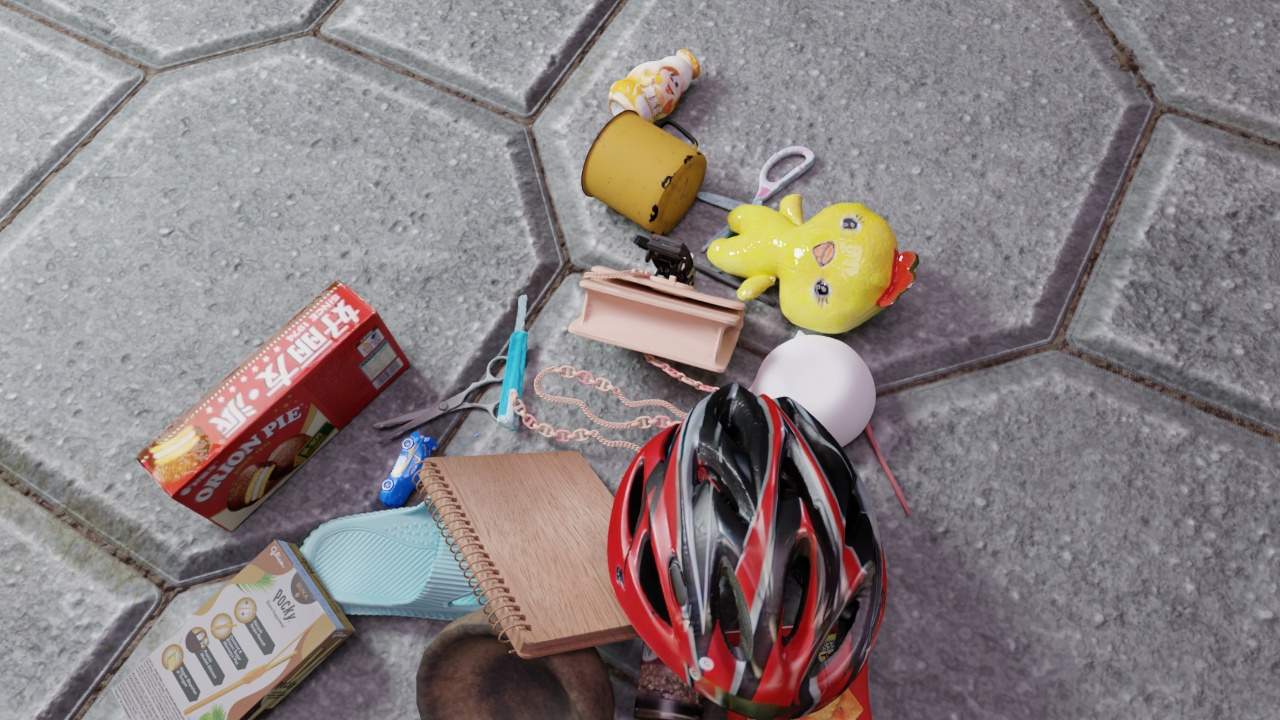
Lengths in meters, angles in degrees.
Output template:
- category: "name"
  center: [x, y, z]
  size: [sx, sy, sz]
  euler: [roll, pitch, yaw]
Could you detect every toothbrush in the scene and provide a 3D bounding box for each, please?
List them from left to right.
- category: "toothbrush"
  center: [0.066, -0.094, 0.948]
  size: [0.167, 0.013, 0.013]
  euler: [27, 77, 17]
- category: "toothbrush"
  center: [0.210, 0.061, 0.859]
  size: [0.015, 0.015, 0.184]
  euler: [-19, 65, -1]

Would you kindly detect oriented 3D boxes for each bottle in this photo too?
- category: "bottle"
  center: [0.017, -0.305, 1.028]
  size: [0.108, 0.063, 0.063]
  euler: [-40, 67, -15]
- category: "bottle"
  center: [0.029, 0.245, 0.762]
  size: [0.056, 0.056, 0.105]
  euler: [6, 65, 7]

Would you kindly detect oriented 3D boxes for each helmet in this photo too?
- category: "helmet"
  center: [0.088, 0.140, 0.713]
  size: [0.217, 0.167, 0.271]
  euler: [13, 37, -14]

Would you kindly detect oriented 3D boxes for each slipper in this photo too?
- category: "slipper"
  center: [-0.179, 0.172, 0.811]
  size: [0.276, 0.069, 0.115]
  euler: [-3, 67, 4]

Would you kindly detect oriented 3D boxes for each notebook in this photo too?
- category: "notebook"
  center: [-0.076, 0.147, 0.747]
  size: [0.168, 0.022, 0.210]
  euler: [2, 31, -38]

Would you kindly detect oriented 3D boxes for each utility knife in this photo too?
- category: "utility knife"
  center: [-0.121, -0.001, 0.908]
  size: [0.022, 0.015, 0.148]
  euler: [17, 61, -22]

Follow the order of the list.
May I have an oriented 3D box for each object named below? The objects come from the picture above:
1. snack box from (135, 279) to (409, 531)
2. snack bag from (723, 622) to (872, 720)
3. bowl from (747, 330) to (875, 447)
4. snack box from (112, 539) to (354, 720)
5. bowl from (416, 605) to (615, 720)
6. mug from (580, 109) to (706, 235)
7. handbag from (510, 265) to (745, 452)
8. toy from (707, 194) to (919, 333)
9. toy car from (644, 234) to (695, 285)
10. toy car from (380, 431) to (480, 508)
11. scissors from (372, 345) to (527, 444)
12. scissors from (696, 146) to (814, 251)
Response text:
- category: "snack box"
  center: [-0.334, 0.044, 0.859]
  size: [0.060, 0.113, 0.236]
  euler: [38, 73, 19]
- category: "snack bag"
  center: [0.129, 0.287, 0.741]
  size: [0.131, 0.039, 0.144]
  euler: [-5, 73, 1]
- category: "bowl"
  center: [0.159, 0.025, 0.850]
  size: [0.115, 0.050, 0.114]
  euler: [-5, 69, 13]
- category: "snack box"
  center: [-0.347, 0.256, 0.783]
  size: [0.186, 0.031, 0.101]
  euler: [-43, 68, -3]
- category: "bowl"
  center: [-0.091, 0.264, 0.722]
  size: [0.162, 0.070, 0.162]
  euler: [6, 105, 24]
- category: "mug"
  center: [0.013, -0.201, 0.956]
  size: [0.094, 0.101, 0.123]
  euler: [34, 69, 17]
- category: "handbag"
  center: [-0.005, 0.006, 0.892]
  size: [0.199, 0.116, 0.187]
  euler: [15, 103, 7]
- category: "toy"
  center: [0.166, -0.097, 0.897]
  size: [0.208, 0.092, 0.133]
  euler: [24, 80, 20]
- category: "toy car"
  center: [0.032, -0.101, 0.908]
  size: [0.040, 0.092, 0.037]
  euler: [20, 81, 14]
- category: "toy car"
  center: [-0.196, 0.101, 0.862]
  size: [0.062, 0.033, 0.091]
  euler: [13, 66, 18]
- category: "scissors"
  center: [-0.184, 0.033, 0.907]
  size: [0.160, 0.014, 0.120]
  euler: [3, 65, 3]
- category: "scissors"
  center: [0.138, -0.169, 0.979]
  size: [0.170, 0.013, 0.174]
  euler: [20, 69, 17]
